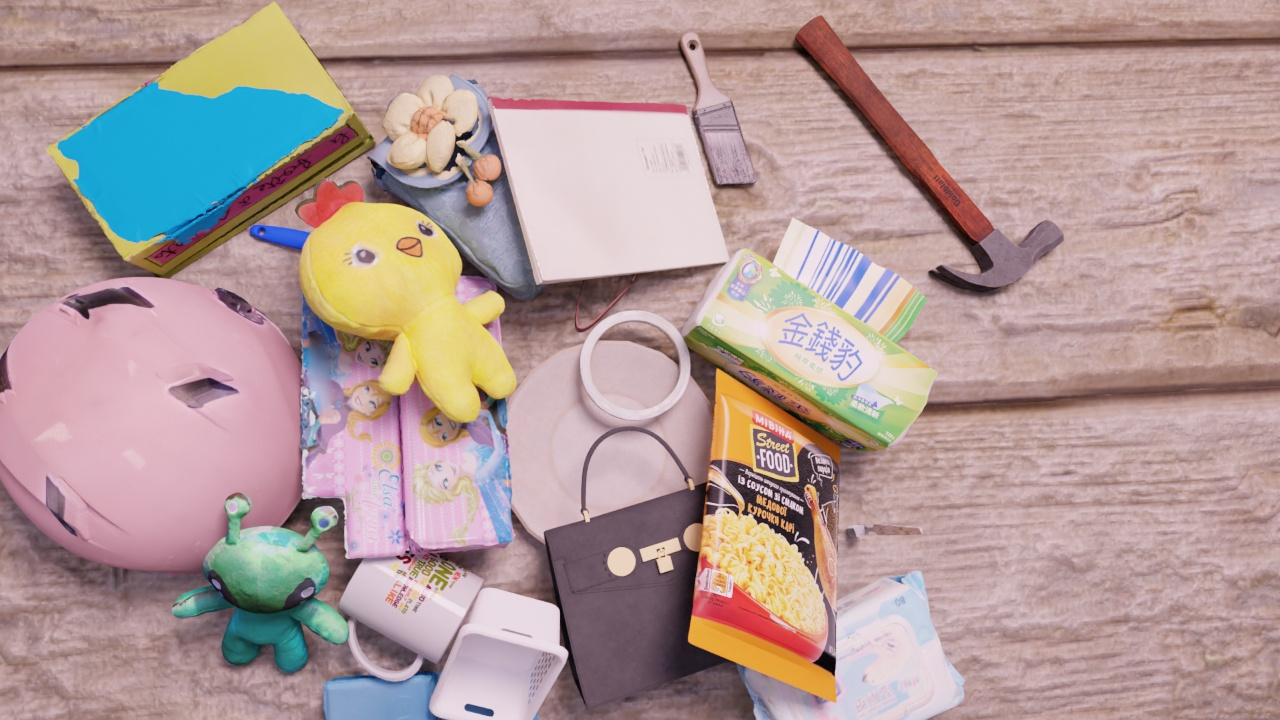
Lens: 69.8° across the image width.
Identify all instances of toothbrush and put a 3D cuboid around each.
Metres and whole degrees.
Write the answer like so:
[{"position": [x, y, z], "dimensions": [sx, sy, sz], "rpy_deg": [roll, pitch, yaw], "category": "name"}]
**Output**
[{"position": [-0.246, -0.094, 0.792], "dimensions": [0.182, 0.018, 0.016], "rpy_deg": [12, 83, -1], "category": "toothbrush"}, {"position": [0.188, 0.134, 0.720], "dimensions": [0.010, 0.181, 0.010], "rpy_deg": [-18, 81, -4], "category": "toothbrush"}]

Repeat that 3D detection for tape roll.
[{"position": [-0.005, 0.005, 0.772], "dimensions": [0.093, 0.013, 0.093], "rpy_deg": [0, 85, -4], "category": "tape roll"}]

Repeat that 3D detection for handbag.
[{"position": [0.010, 0.148, 0.740], "dimensions": [0.175, 0.072, 0.196], "rpy_deg": [-15, 92, -12], "category": "handbag"}, {"position": [-0.130, -0.146, 0.754], "dimensions": [0.192, 0.119, 0.121], "rpy_deg": [45, 81, 5], "category": "handbag"}, {"position": [-0.026, -0.074, 0.784], "dimensions": [0.055, 0.029, 0.119], "rpy_deg": [28, 67, 0], "category": "handbag"}]

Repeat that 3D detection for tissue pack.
[{"position": [0.176, 0.260, 0.763], "dimensions": [0.181, 0.070, 0.112], "rpy_deg": [-22, 86, -7], "category": "tissue pack"}, {"position": [0.152, -0.031, 0.772], "dimensions": [0.197, 0.120, 0.141], "rpy_deg": [33, 81, -8], "category": "tissue pack"}]

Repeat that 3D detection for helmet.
[{"position": [-0.387, 0.045, 0.704], "dimensions": [0.230, 0.152, 0.255], "rpy_deg": [-42, 83, -4], "category": "helmet"}]

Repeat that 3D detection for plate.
[{"position": [-0.026, 0.078, 0.785], "dimensions": [0.188, 0.027, 0.188], "rpy_deg": [0, 84, -5], "category": "plate"}]

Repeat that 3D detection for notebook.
[{"position": [-0.018, -0.144, 0.760], "dimensions": [0.208, 0.012, 0.153], "rpy_deg": [-11, 83, -40], "category": "notebook"}]

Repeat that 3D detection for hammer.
[{"position": [0.246, -0.190, 0.835], "dimensions": [0.111, 0.028, 0.300], "rpy_deg": [-39, 88, -8], "category": "hammer"}]

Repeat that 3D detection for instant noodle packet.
[{"position": [0.105, 0.133, 0.716], "dimensions": [0.159, 0.032, 0.220], "rpy_deg": [31, 52, -31], "category": "instant noodle packet"}]

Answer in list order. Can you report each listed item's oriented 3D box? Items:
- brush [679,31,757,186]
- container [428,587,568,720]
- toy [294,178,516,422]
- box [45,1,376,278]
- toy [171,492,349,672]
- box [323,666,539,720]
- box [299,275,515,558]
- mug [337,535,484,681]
[{"position": [0.066, -0.227, 0.831], "dimensions": [0.039, 0.012, 0.151], "rpy_deg": [-16, 86, -6], "category": "brush"}, {"position": [-0.109, 0.230, 0.710], "dimensions": [0.080, 0.049, 0.129], "rpy_deg": [18, 128, -10], "category": "container"}, {"position": [-0.180, -0.044, 0.700], "dimensions": [0.207, 0.092, 0.133], "rpy_deg": [45, 41, 5], "category": "toy"}, {"position": [-0.350, -0.178, 0.761], "dimensions": [0.221, 0.081, 0.124], "rpy_deg": [-37, 87, -4], "category": "box"}, {"position": [-0.282, 0.174, 0.697], "dimensions": [0.130, 0.194, 0.072], "rpy_deg": [12, 40, -11], "category": "toy"}, {"position": [-0.166, 0.368, 0.743], "dimensions": [0.174, 0.033, 0.231], "rpy_deg": [-3, 84, -6], "category": "box"}, {"position": [-0.187, 0.040, 0.731], "dimensions": [0.159, 0.035, 0.230], "rpy_deg": [-1, 69, -19], "category": "box"}, {"position": [-0.190, 0.202, 0.736], "dimensions": [0.089, 0.073, 0.105], "rpy_deg": [30, 83, -1], "category": "mug"}]
